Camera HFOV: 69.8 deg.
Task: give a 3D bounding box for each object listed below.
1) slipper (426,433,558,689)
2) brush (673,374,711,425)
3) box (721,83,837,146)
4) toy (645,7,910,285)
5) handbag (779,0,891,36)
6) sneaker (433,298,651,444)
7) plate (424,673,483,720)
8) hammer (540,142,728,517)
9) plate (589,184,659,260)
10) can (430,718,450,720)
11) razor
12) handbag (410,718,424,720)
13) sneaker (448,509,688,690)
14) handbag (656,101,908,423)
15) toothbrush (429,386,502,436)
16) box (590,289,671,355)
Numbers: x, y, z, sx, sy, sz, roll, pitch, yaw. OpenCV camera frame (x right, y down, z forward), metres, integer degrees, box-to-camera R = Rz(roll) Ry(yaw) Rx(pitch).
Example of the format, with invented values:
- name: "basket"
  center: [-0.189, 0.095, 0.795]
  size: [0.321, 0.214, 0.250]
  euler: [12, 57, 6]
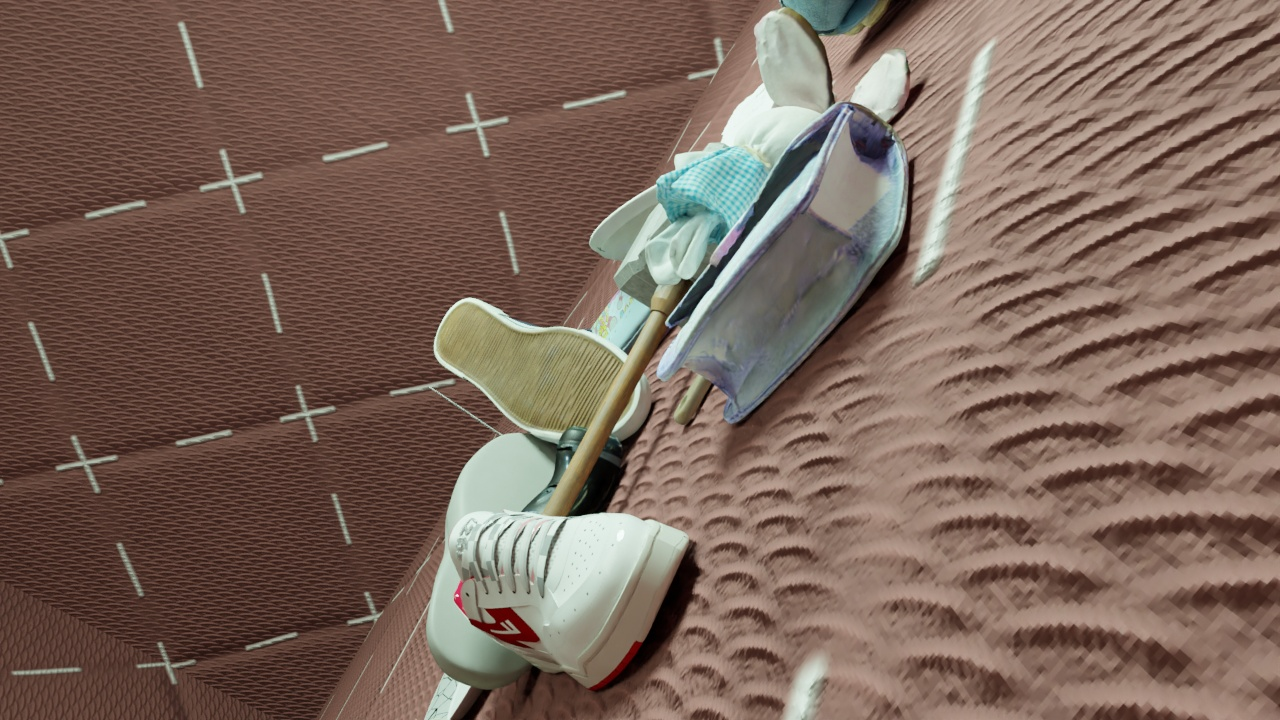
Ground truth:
- name: "slipper"
  center: [-0.110, 0.164, 0.736]
  size: [0.265, 0.113, 0.081]
  euler: [-84, 14, -58]
- name: "brush"
  center: [0.064, -0.022, 0.634]
  size: [0.151, 0.012, 0.039]
  euler: [-59, 9, 1]
- name: "box"
  center: [0.123, -0.176, 0.772]
  size: [0.103, 0.091, 0.107]
  euler: [-28, 35, 58]
- name: "toy"
  center: [0.085, -0.119, 0.614]
  size: [0.205, 0.131, 0.106]
  euler: [-50, -37, -10]
- name: "handbag"
  center: [0.178, -0.344, 0.736]
  size: [0.121, 0.118, 0.192]
  euler: [-51, -12, -6]
- name: "sneaker"
  center: [-0.075, 0.015, 0.888]
  size: [0.295, 0.127, 0.120]
  euler: [21, 83, 47]
- name: "plate"
  center: [-0.144, 0.262, 0.830]
  size: [0.189, 0.016, 0.188]
  euler: [-57, 9, 13]
- name: "hammer"
  center: [-0.004, 0.004, 0.699]
  size: [0.317, 0.083, 0.163]
  euler: [-62, 9, -19]
- name: "plate"
  center: [0.036, -0.145, 0.938]
  size: [0.182, 0.034, 0.182]
  euler: [-26, -6, -3]
- name: "can"
  center: [-0.134, 0.291, 0.550]
  size: [0.054, 0.054, 0.135]
  euler: [-50, 13, 48]
- name: "razor"
  center: [-0.063, 0.104, 0.712]
  size: [0.053, 0.064, 0.140]
  euler: [-11, 26, 37]
- name: "handbag"
  center: [-0.211, 0.375, 0.811]
  size: [0.055, 0.029, 0.119]
  euler: [-59, 13, 11]
- name: "sneaker"
  center: [-0.061, 0.124, 0.536]
  size: [0.090, 0.104, 0.237]
  euler: [-62, 9, -23]
- name: "handbag"
  center: [0.076, -0.057, 0.516]
  size: [0.159, 0.069, 0.126]
  euler: [-55, 7, 42]
- name: "toothbrush"
  center: [-0.190, 0.081, 1.167]
  size: [0.010, 0.181, 0.010]
  euler: [-58, 13, -19]
- name: "box"
  center: [-0.013, -0.023, 0.963]
  size: [0.215, 0.065, 0.077]
  euler: [-52, 24, 40]
